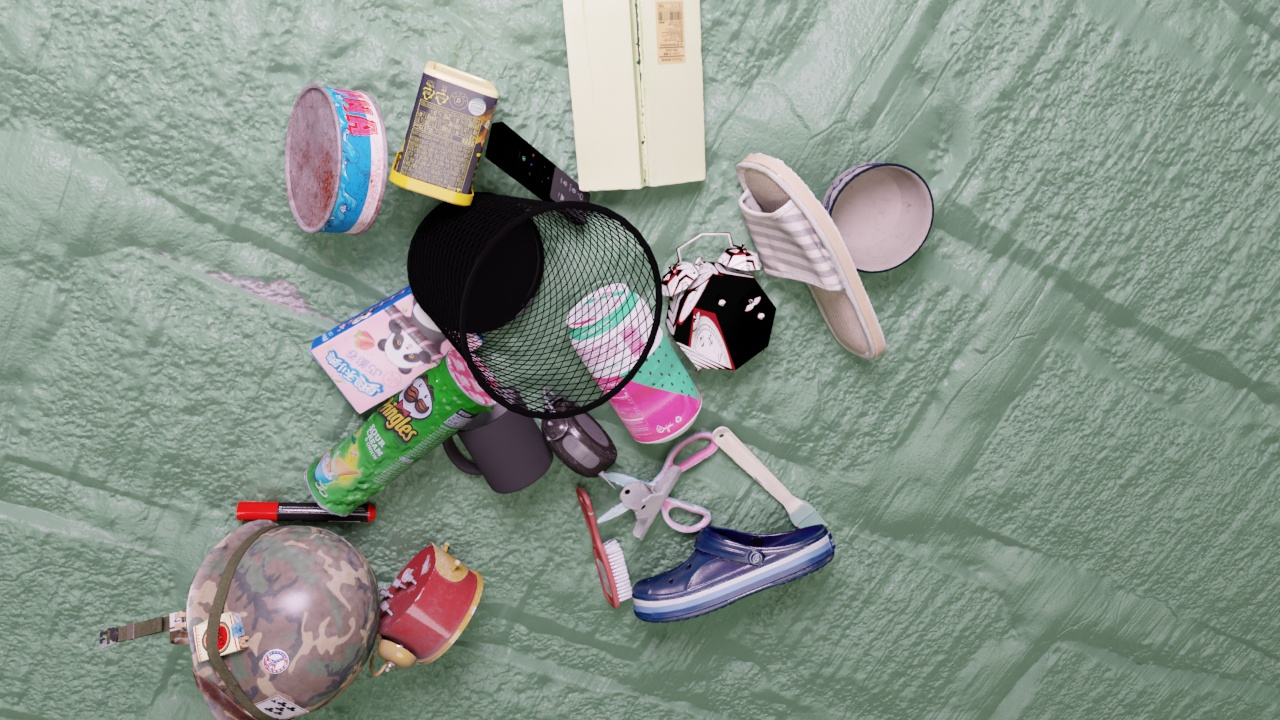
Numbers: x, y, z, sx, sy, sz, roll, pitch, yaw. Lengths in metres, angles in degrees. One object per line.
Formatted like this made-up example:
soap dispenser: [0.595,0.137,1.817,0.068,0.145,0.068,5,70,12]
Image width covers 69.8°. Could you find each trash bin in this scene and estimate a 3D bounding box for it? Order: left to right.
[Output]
trash bin: [-0.113,-0.068,0.839,0.183,0.210,0.184,-11,112,-28]

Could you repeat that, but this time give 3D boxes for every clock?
clock: [-0.257,0.282,1.034,0.081,0.117,0.158,41,81,-20]
clock: [-0.073,0.085,1.000,0.044,0.091,0.123,-44,110,9]
clock: [0.083,-0.062,0.979,0.114,0.065,0.155,-17,116,-3]

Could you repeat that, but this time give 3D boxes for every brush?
brush: [-0.042,0.221,1.100,0.030,0.041,0.172,-23,115,-20]
brush: [0.156,0.148,1.111,0.033,0.012,0.217,-42,117,8]

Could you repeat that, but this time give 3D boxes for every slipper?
slipper: [0.106,0.239,1.106,0.253,0.105,0.095,-19,90,4]
slipper: [0.177,-0.097,0.962,0.054,0.114,0.273,-45,118,-13]

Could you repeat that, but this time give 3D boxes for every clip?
clip: [0.005,0.160,1.057,0.054,0.041,0.102,17,106,-46]

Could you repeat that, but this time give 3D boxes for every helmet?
helmet: [-0.395,0.282,0.959,0.236,0.193,0.224,5,73,14]

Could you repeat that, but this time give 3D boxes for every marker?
marker: [-0.370,0.169,1.021,0.145,0.021,0.024,3,138,-12]

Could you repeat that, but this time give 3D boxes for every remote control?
remote control: [-0.094,-0.174,0.873,0.150,0.013,0.034,31,64,-55]

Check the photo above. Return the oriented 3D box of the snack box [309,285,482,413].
snack box: [-0.252,-0.018,0.953,0.154,0.033,0.088,-29,116,3]

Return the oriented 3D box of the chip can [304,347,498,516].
chip can: [-0.251,0.077,0.954,0.224,0.075,0.075,-36,116,18]

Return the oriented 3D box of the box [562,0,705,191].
box: [-0.002,-0.260,0.882,0.140,0.048,0.188,-6,109,-11]

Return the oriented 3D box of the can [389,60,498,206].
can: [-0.176,-0.209,0.831,0.072,0.130,0.101,16,107,-17]

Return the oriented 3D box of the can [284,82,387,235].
can: [-0.274,-0.178,0.821,0.044,0.130,0.130,-3,117,-40]

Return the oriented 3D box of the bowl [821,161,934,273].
bowl: [0.243,-0.156,0.971,0.115,0.059,0.116,-4,114,-9]

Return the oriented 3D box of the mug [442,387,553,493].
mug: [-0.163,0.090,1.002,0.114,0.078,0.088,-13,119,25]

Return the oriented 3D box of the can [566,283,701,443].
can: [-0.006,0.006,0.979,0.088,0.088,0.166,-30,115,3]

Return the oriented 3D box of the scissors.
scissors: [0.030,0.159,1.082,0.170,0.014,0.168,-32,122,-9]
